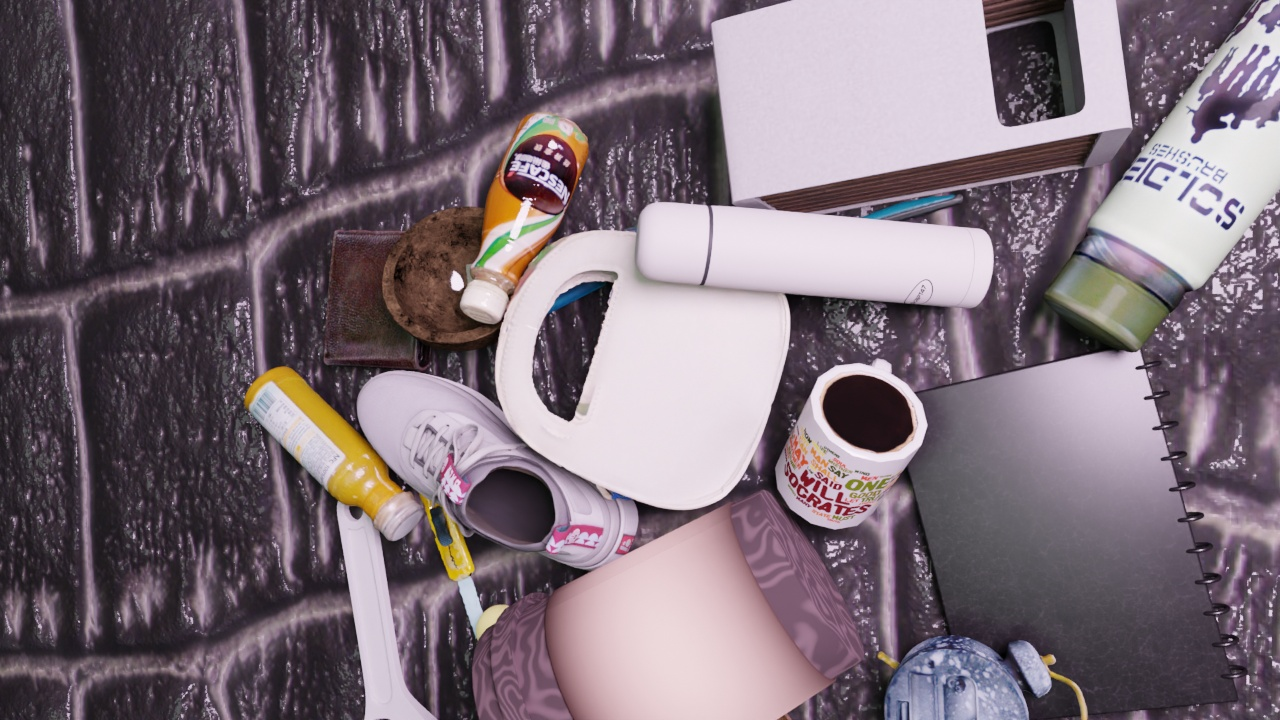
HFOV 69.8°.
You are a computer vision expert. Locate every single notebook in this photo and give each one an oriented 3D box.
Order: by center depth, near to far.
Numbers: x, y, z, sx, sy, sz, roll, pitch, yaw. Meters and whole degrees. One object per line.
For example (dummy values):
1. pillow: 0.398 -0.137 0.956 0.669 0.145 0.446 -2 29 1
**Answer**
1. notebook: 0.280 0.118 0.611 0.169 0.019 0.231 -15 86 22

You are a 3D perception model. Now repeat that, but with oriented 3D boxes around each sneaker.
1. sneaker: -0.134 0.083 0.705 0.263 0.128 0.097 28 90 20

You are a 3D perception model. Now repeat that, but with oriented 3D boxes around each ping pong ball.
1. ping pong ball: -0.115 0.221 0.751 0.040 0.040 0.040 1 91 21

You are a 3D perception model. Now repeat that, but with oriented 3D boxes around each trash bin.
1. trash bin: 0.175 -0.171 0.591 0.229 0.114 0.114 -7 89 21

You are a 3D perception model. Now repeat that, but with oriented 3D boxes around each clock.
1. clock: 0.221 0.228 0.600 0.130 0.052 0.090 -2 89 22

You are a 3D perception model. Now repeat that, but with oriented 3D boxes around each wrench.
1. wrench: -0.223 0.247 0.807 0.087 0.018 0.273 -11 86 21

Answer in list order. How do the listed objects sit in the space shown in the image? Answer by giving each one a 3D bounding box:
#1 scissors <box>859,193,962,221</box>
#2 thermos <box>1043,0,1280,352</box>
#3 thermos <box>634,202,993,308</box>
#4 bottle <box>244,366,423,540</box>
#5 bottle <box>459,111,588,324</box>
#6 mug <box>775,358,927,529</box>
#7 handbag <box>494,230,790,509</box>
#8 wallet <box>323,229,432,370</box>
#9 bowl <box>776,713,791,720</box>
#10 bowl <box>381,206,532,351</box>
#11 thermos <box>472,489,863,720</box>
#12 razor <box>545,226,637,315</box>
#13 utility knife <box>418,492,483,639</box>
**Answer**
1. scissors: 0.160 -0.080 0.651 0.148 0.019 0.132 39 103 15
2. thermos: 0.338 -0.114 0.554 0.082 0.082 0.232 37 103 16
3. thermos: 0.109 -0.068 0.592 0.224 0.052 0.052 4 93 -5
4. bottle: -0.265 0.081 0.798 0.186 0.053 0.053 40 104 15
5. bottle: -0.091 -0.106 0.691 0.059 0.059 0.166 12 69 20
6. mug: 0.144 0.048 0.620 0.073 0.105 0.090 24 143 9
7. handbag: -0.004 0.004 0.666 0.199 0.093 0.200 19 91 5
8. wallet: -0.224 -0.053 0.794 0.099 0.031 0.120 3 90 18
9. bowl: 0.077 0.300 0.685 0.102 0.026 0.114 42 102 30
10. bowl: -0.139 -0.057 0.738 0.121 0.056 0.121 -2 66 5
11. thermos: 0.023 0.202 0.638 0.226 0.172 0.172 -33 80 12
12. razor: -0.054 -0.056 0.733 0.144 0.022 0.042 -29 44 23
13. utility knife: -0.164 0.146 0.784 0.031 0.018 0.206 -25 86 29
